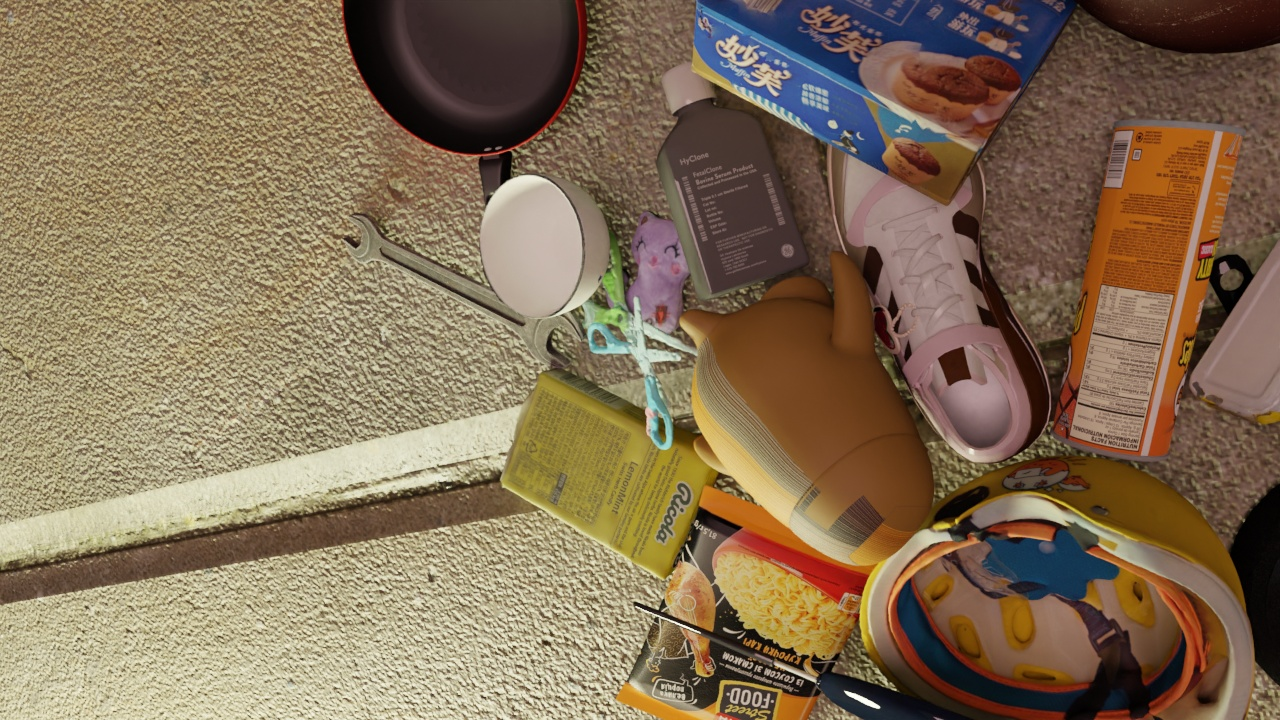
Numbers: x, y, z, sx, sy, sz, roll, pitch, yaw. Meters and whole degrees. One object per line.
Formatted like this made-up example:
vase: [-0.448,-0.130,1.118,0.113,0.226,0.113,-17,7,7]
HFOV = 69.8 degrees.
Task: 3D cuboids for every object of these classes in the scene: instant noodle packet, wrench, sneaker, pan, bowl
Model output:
instant noodle packet: [0.091,0.229,0.771,0.160,0.032,0.221,21,107,2]
wrench: [-0.164,-0.067,0.824,0.273,0.010,0.070,26,131,19]
sneaker: [0.200,-0.060,0.642,0.112,0.116,0.294,-17,93,23]
pan: [0.471,0.091,0.602,0.204,0.044,0.355,-29,89,23]
pan: [0.153,0.250,0.686,0.357,0.199,0.021,17,71,21]
bowl: [-0.069,-0.093,0.739,0.114,0.063,0.113,8,104,37]
pan: [-0.130,-0.207,0.774,0.209,0.067,0.357,-1,115,19]

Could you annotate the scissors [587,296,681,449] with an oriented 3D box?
scissors: [-0.005,0.004,0.728,0.136,0.015,0.135,30,132,46]

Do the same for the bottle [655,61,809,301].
bottle: [0.060,-0.141,0.705,0.083,0.046,0.174,-19,91,-7]

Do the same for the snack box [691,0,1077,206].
snack box: [0.159,-0.220,0.613,0.203,0.069,0.154,32,69,14]

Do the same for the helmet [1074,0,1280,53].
helmet: [0.342,-0.288,0.480,0.254,0.233,0.233,124,146,-49]

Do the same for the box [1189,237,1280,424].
box: [0.435,-0.048,0.575,0.080,0.079,0.209,35,97,48]

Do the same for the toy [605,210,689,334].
toy: [0.009,-0.073,0.759,0.080,0.036,0.100,19,107,29]

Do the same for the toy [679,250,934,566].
toy: [0.129,0.048,0.648,0.199,0.162,0.203,-56,45,29]

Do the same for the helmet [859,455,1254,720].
helmet: [0.285,0.155,0.637,0.241,0.139,0.209,-17,108,42]

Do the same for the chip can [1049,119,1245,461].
chip can: [0.335,-0.046,0.613,0.075,0.075,0.215,10,103,19]

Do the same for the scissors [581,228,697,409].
scissors: [-0.014,-0.041,0.752,0.170,0.028,0.139,27,115,31]

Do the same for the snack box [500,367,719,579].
snack box: [-0.028,0.093,0.798,0.181,0.045,0.121,26,106,18]
